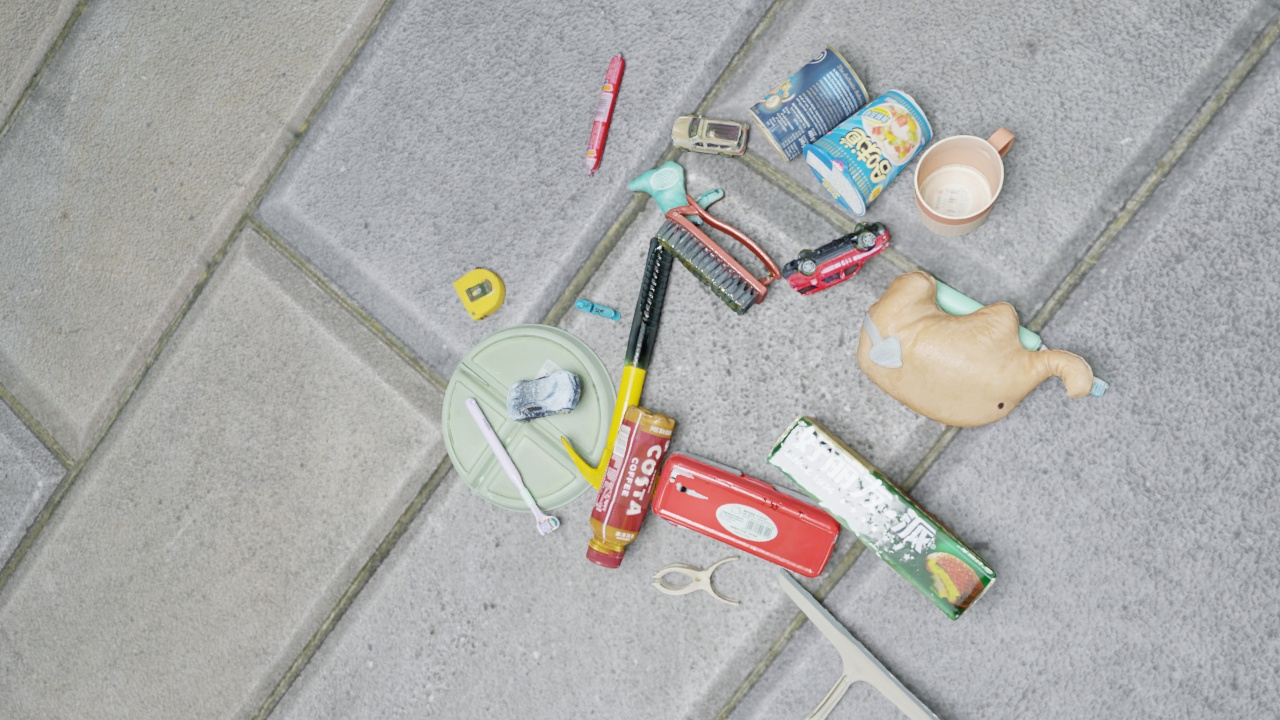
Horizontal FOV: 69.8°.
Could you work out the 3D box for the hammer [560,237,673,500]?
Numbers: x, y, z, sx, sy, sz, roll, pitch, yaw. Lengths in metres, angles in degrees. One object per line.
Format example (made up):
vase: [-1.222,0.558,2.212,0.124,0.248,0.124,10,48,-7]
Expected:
hammer: [-0.006,0.006,1.054,0.128,0.033,0.300,13,85,-6]

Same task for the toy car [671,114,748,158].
toy car: [0.078,-0.261,1.058,0.090,0.035,0.042,12,88,19]

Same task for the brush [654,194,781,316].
brush: [0.085,-0.120,1.023,0.146,0.063,0.069,42,87,7]

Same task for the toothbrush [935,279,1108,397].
toothbrush: [0.382,-0.029,0.959,0.224,0.026,0.027,32,90,15]

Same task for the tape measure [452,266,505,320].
tape measure: [-0.197,-0.084,1.128,0.057,0.029,0.060,-32,79,11]

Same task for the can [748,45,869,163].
can: [0.183,-0.279,1.007,0.111,0.075,0.075,-37,77,11]

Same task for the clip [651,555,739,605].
clip: [0.063,0.242,1.030,0.098,0.034,0.064,-3,85,11]

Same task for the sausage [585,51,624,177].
sausage: [-0.044,-0.296,1.103,0.020,0.020,0.156,15,90,16]

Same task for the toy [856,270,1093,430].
toy: [0.333,0.004,0.936,0.226,0.082,0.144,25,114,19]

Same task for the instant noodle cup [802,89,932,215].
instant noodle cup: [0.248,-0.227,0.981,0.110,0.099,0.099,-40,77,1]

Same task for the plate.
plate: [-0.139,0.068,1.102,0.230,0.027,0.230,-1,86,15]

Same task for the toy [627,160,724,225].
toy: [0.045,-0.190,1.067,0.096,0.030,0.092,-27,84,5]

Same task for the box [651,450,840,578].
box: [0.114,0.168,1.008,0.201,0.068,0.091,21,109,8]

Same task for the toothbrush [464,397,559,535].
toothbrush: [-0.156,0.121,1.079,0.189,0.029,0.021,55,138,13]

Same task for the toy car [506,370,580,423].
toy car: [-0.114,0.041,1.050,0.106,0.031,0.049,-14,67,35]

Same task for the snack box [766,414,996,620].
snack box: [0.244,0.153,0.940,0.240,0.114,0.063,41,97,14]

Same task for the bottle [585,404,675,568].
bottle: [-0.015,0.139,1.001,0.057,0.057,0.175,19,92,16]

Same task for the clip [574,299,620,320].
clip: [-0.051,-0.060,1.089,0.056,0.041,0.014,20,90,23]

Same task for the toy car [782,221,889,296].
toy car: [0.215,-0.111,1.000,0.121,0.052,0.045,-27,107,19]

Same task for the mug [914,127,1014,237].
mug: [0.334,-0.187,0.941,0.081,0.105,0.114,44,98,14]

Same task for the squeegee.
squeegee: [0.175,0.398,0.984,0.246,0.039,0.247,42,104,32]
